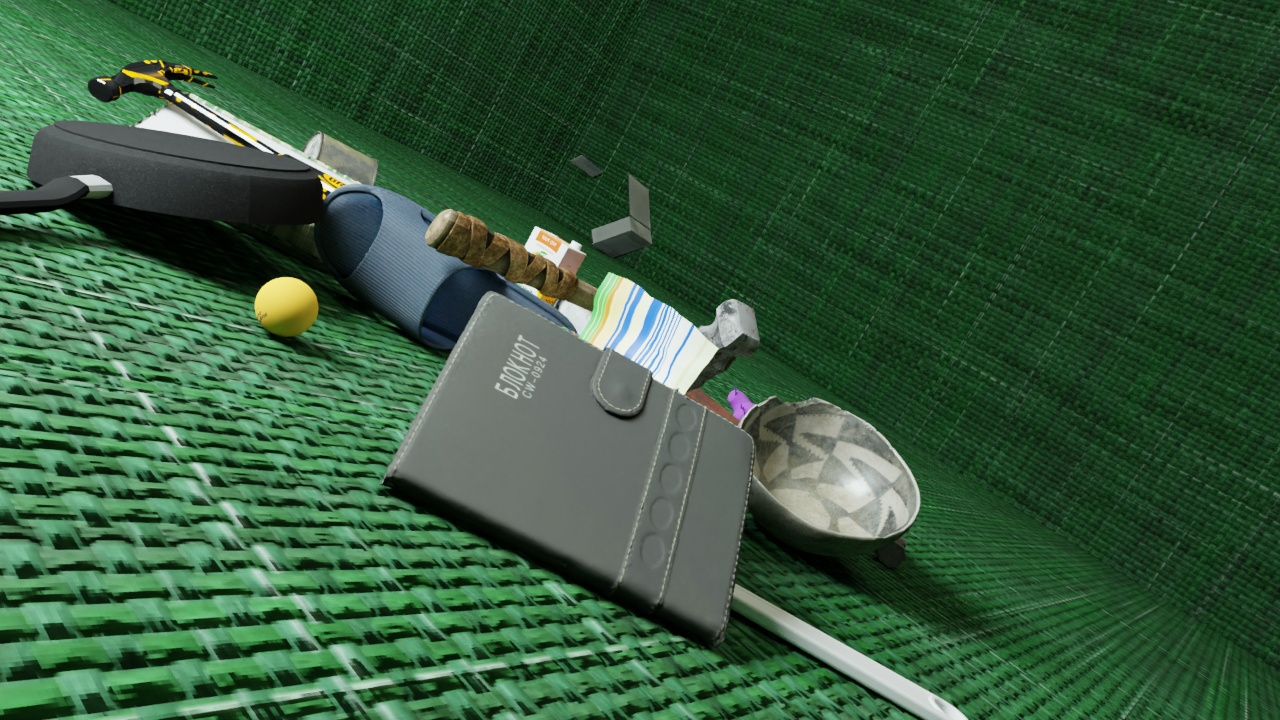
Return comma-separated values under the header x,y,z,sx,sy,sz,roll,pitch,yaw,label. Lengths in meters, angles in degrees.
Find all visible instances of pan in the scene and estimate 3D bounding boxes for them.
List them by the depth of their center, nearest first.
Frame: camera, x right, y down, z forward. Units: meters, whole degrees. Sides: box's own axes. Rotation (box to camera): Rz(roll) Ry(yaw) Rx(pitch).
x,y,z,sx,sy,sz,roll,pitch,yaw,label
-0.358,-0.128,0.631,0.204,0.044,0.355,13,13,4,pan

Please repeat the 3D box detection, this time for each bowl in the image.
x,y,z,sx,sy,sz,roll,pitch,yaw,label
0.159,0.120,0.848,0.178,0.081,0.178,13,36,-10,bowl

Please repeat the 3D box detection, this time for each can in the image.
x,y,z,sx,sy,sz,roll,pitch,yaw,label
-0.369,-0.216,1.099,0.074,0.090,0.090,24,10,-35,can

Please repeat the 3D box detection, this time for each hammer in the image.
x,y,z,sx,sy,sz,roll,pitch,yaw,label
-0.039,-0.051,0.807,0.318,0.122,0.048,24,44,-32,hammer
-0.329,-0.182,0.841,0.320,0.036,0.123,32,30,-1,hammer
0.167,0.121,1.036,0.301,0.028,0.111,37,8,13,hammer

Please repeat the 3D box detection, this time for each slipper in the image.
x,y,z,sx,sy,sz,roll,pitch,yaw,label
-0.167,-0.050,0.799,0.263,0.101,0.082,33,14,-18,slipper

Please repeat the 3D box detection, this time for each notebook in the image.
x,y,z,sx,sy,sz,roll,pitch,yaw,label
-0.028,0.057,0.556,0.209,0.030,0.169,30,43,-11,notebook

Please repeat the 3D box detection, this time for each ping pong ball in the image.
x,y,z,sx,sy,sz,roll,pitch,yaw,label
-0.238,-0.036,0.619,0.040,0.040,0.040,29,8,-5,ping pong ball

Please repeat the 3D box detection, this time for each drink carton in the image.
x,y,z,sx,sy,sz,roll,pitch,yaw,label
-0.122,-0.098,1.112,0.058,0.122,0.040,34,10,29,drink carton

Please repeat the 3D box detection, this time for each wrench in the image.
x,y,z,sx,sy,sz,roll,pitch,yaw,label
0.097,0.174,0.594,0.273,0.018,0.066,30,8,-4,wrench

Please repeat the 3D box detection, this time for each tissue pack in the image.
x,y,z,sx,sy,sz,roll,pitch,yaw,label
-0.019,0.014,0.713,0.198,0.141,0.120,35,10,32,tissue pack

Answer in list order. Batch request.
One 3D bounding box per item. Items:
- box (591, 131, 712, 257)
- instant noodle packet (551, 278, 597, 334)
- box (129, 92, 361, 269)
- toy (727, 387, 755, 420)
x,y,z,sx,sy,sz,roll,pitch,yaw,label
0.037,-0.579,3.242,0.173,0.513,0.166,38,7,28,box
-0.007,0.006,1.104,0.221,0.084,0.164,41,6,14,instant noodle packet
-0.365,-0.169,0.866,0.205,0.050,0.117,26,32,-13,box
0.144,0.087,1.158,0.088,0.056,0.106,31,17,-16,toy
